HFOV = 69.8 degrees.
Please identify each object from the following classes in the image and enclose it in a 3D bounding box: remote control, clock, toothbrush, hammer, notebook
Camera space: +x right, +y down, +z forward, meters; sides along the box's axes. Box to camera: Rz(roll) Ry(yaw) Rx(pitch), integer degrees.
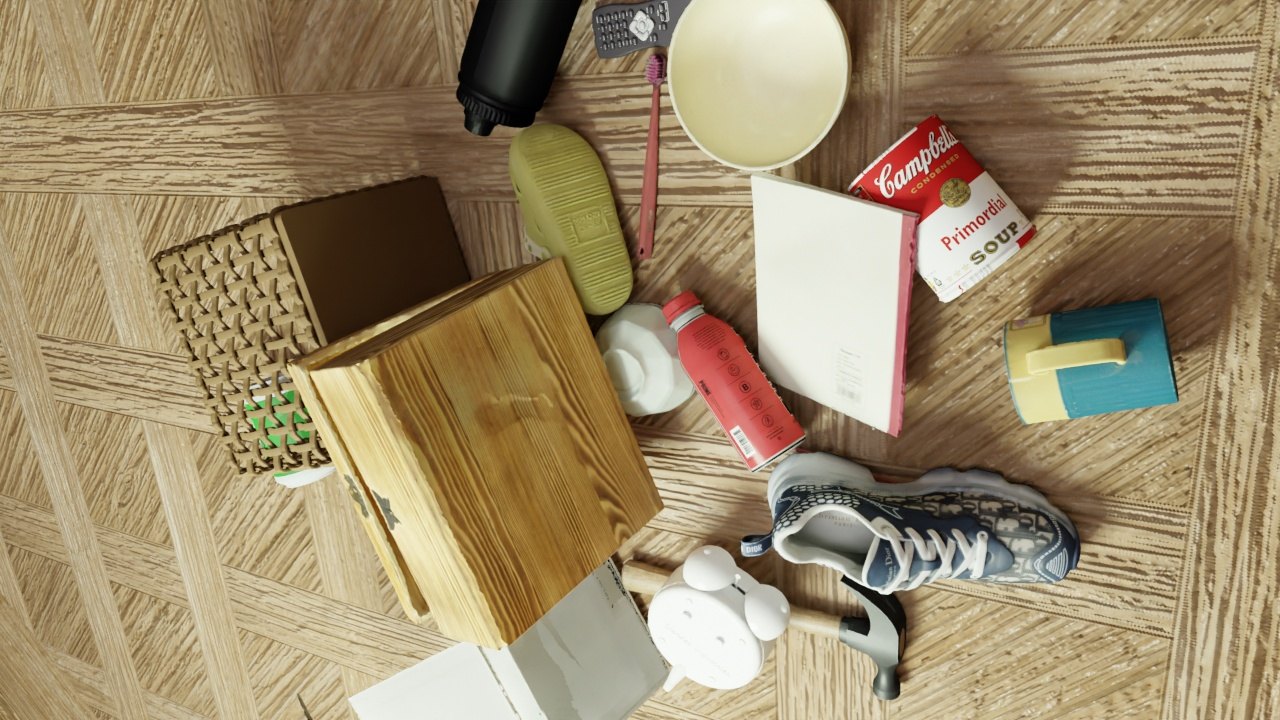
[{"bbox_3d":[0.011,-0.298,0.812,0.125,0.009,0.046,2,109,30],"label":"remote control"},{"bbox_3d":[0.070,0.266,0.917,0.125,0.072,0.161,35,129,12],"label":"clock"},{"bbox_3d":[0.172,0.096,0.866,0.184,0.015,0.015,18,119,22],"label":"toothbrush"},{"bbox_3d":[0.008,-0.186,0.853,0.016,0.016,0.190,15,116,24],"label":"toothbrush"},{"bbox_3d":[0.117,0.250,0.948,0.306,0.040,0.132,7,115,29],"label":"hammer"},{"bbox_3d":[0.157,-0.045,0.768,0.153,0.012,0.209,26,137,37],"label":"notebook"}]

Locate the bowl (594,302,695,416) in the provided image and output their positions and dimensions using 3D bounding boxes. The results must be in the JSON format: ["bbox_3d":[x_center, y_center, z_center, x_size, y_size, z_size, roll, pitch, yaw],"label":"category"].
[{"bbox_3d":[-0.005,0.005,0.909,0.117,0.061,0.117,12,114,28],"label":"bowl"}]

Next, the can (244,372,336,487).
[{"bbox_3d":[-0.450,0.087,1.189,0.088,0.087,0.140,-11,103,33],"label":"can"}]

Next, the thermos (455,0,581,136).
[{"bbox_3d":[-0.109,-0.300,0.836,0.086,0.085,0.199,36,123,14],"label":"thermos"}]

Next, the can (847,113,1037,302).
[{"bbox_3d":[0.231,-0.116,0.705,0.116,0.086,0.087,51,125,5],"label":"can"}]

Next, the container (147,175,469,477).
[{"bbox_3d":[-0.327,-0.038,0.986,0.215,0.218,0.251,-10,103,33],"label":"container"}]

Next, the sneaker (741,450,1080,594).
[{"bbox_3d":[0.225,0.156,0.780,0.270,0.132,0.103,8,113,22],"label":"sneaker"}]

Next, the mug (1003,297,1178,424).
[{"bbox_3d":[0.329,0.001,0.676,0.107,0.113,0.083,-9,81,32],"label":"mug"}]

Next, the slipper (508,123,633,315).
[{"bbox_3d":[-0.071,-0.133,0.891,0.082,0.091,0.190,-9,106,58],"label":"slipper"}]

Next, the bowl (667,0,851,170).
[{"bbox_3d":[0.105,-0.234,0.741,0.151,0.075,0.151,11,113,28],"label":"bowl"}]

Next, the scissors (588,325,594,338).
[{"bbox_3d":[-0.101,0.012,0.998,0.163,0.012,0.154,-40,86,37],"label":"scissors"}]

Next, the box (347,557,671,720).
[{"bbox_3d":[-0.197,0.396,0.963,0.166,0.477,0.119,63,163,-4],"label":"box"}]

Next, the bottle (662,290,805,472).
[{"bbox_3d":[0.080,0.015,0.855,0.062,0.062,0.176,-39,80,35],"label":"bottle"}]

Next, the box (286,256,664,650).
[{"bbox_3d":[-0.140,0.073,0.857,0.168,0.244,0.279,-6,112,50],"label":"box"}]
